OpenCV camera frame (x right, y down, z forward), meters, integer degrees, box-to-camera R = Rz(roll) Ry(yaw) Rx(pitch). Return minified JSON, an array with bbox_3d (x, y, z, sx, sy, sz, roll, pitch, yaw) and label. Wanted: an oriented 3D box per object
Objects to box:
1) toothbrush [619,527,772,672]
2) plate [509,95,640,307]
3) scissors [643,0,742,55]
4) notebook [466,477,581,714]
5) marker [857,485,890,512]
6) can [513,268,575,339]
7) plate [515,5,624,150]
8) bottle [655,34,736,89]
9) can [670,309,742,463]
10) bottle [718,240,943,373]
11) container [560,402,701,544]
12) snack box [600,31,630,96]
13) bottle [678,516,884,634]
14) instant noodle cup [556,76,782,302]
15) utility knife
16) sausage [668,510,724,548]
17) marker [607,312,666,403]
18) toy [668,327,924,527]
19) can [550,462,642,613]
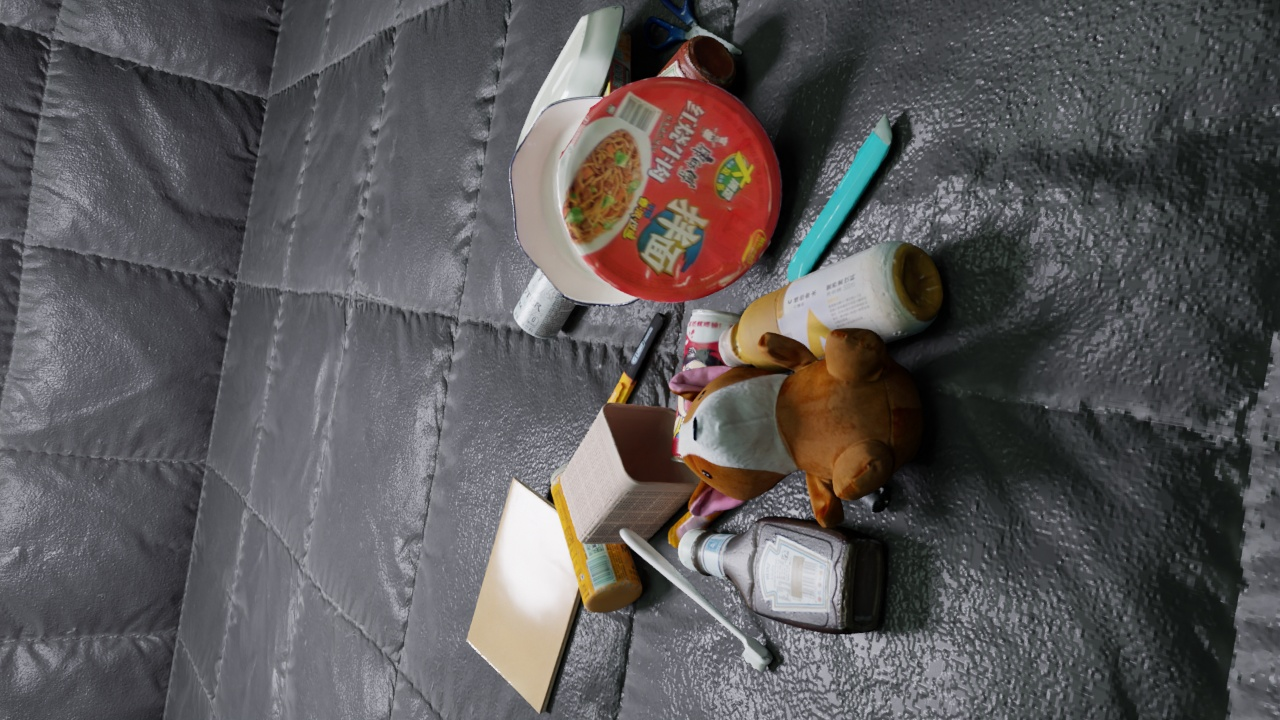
[{"bbox_3d":[0.042,0.199,0.780,0.180,0.016,0.016,37,120,34],"label":"toothbrush"},{"bbox_3d":[-0.038,-0.157,0.912,0.205,0.045,0.205,11,113,28],"label":"plate"},{"bbox_3d":[0.048,-0.324,0.932,0.125,0.012,0.173,-38,54,41],"label":"scissors"},{"bbox_3d":[-0.124,0.255,1.012,0.149,0.012,0.211,27,104,42],"label":"notebook"},{"bbox_3d":[0.142,0.074,0.705,0.022,0.018,0.131,-51,41,4],"label":"marker"},{"bbox_3d":[-0.087,-0.094,1.025,0.147,0.058,0.058,-56,42,31],"label":"can"},{"bbox_3d":[-0.091,-0.290,1.036,0.267,0.034,0.161,-39,36,56],"label":"plate"},{"bbox_3d":[0.016,-0.240,0.916,0.207,0.059,0.059,-35,55,53],"label":"bottle"},{"bbox_3d":[0.061,0.024,0.797,0.053,0.053,0.132,4,86,55],"label":"can"},{"bbox_3d":[0.134,-0.032,0.695,0.190,0.068,0.068,-22,65,50],"label":"bottle"},{"bbox_3d":[-0.012,0.110,0.852,0.111,0.089,0.090,-55,43,36],"label":"container"},{"bbox_3d":[-0.037,-0.287,0.986,0.077,0.027,0.155,-54,25,39],"label":"snack box"},{"bbox_3d":[0.102,0.161,0.719,0.195,0.044,0.080,-3,79,55],"label":"bottle"},{"bbox_3d":[0.027,-0.152,0.809,0.065,0.194,0.194,-65,0,-70],"label":"instant noodle cup"},{"bbox_3d":[0.159,-0.124,0.732,0.152,0.012,0.029,-60,38,30],"label":"utility knife"},{"bbox_3d":[0.070,0.117,0.790,0.166,0.021,0.021,-49,46,36],"label":"sausage"},{"bbox_3d":[-0.005,0.005,0.927,0.018,0.015,0.124,49,119,42],"label":"marker"},{"bbox_3d":[0.098,0.050,0.666,0.200,0.130,0.140,-11,77,49],"label":"toy"},{"bbox_3d":[-0.046,0.172,0.907,0.058,0.058,0.146,-51,45,35],"label":"can"}]
